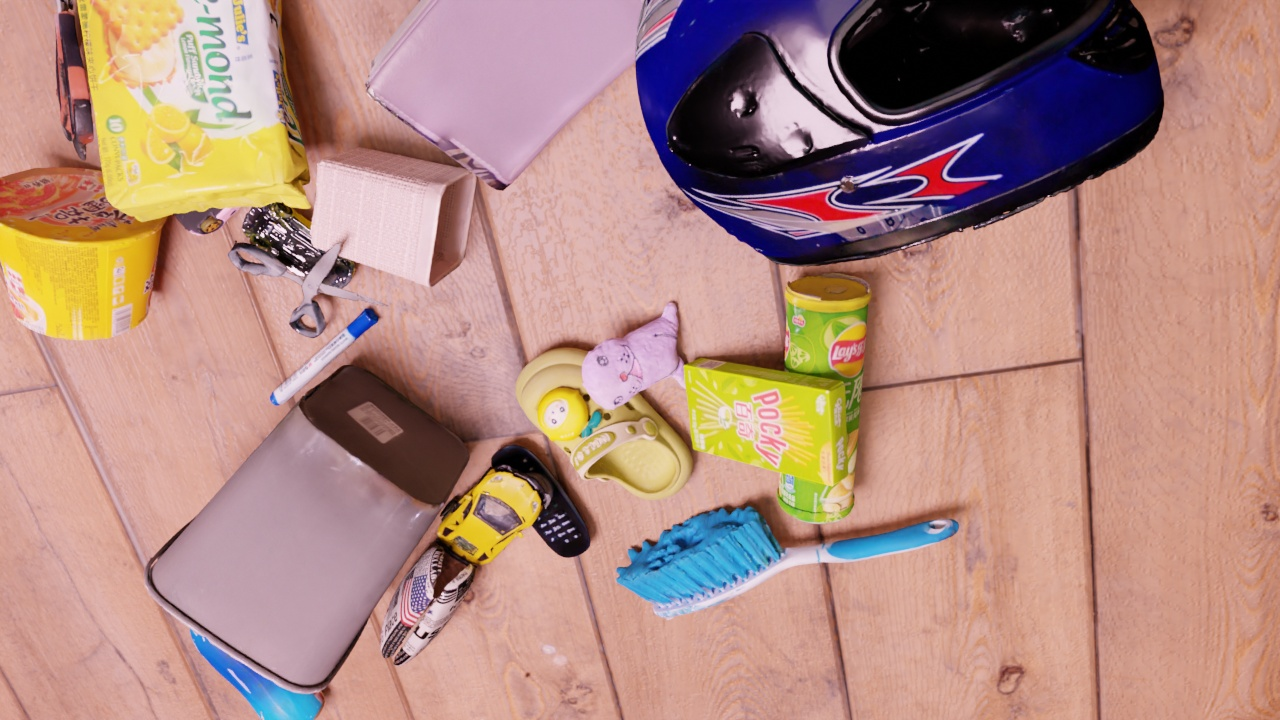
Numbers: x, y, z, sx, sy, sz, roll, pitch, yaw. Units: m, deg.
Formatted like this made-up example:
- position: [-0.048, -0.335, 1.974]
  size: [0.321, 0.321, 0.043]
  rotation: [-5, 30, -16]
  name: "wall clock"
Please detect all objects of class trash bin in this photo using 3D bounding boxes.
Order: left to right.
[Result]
- position: [-0.293, 0.142, 0.854]
  size: [0.198, 0.198, 0.220]
  rotation: [37, 105, -9]
  name: "trash bin"

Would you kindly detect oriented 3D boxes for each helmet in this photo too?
- position: [0.140, -0.210, 0.596]
  size: [0.316, 0.246, 0.240]
  rotation: [-8, 121, 45]
  name: "helmet"

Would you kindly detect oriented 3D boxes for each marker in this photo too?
- position: [-0.306, -0.001, 0.883]
  size: [0.146, 0.016, 0.017]
  rotation: [-37, 103, 19]
  name: "marker"

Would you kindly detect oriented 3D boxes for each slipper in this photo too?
- position: [-0.031, 0.068, 0.844]
  size: [0.190, 0.081, 0.092]
  rotation: [40, 109, -12]
  name: "slipper"

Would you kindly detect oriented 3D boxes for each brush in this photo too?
- position: [0.134, 0.179, 0.878]
  size: [0.315, 0.060, 0.109]
  rotation: [-27, 112, 20]
  name: "brush"

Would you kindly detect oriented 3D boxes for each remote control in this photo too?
- position: [-0.096, 0.137, 0.909]
  size: [0.053, 0.024, 0.136]
  rotation: [-27, 106, 23]
  name: "remote control"

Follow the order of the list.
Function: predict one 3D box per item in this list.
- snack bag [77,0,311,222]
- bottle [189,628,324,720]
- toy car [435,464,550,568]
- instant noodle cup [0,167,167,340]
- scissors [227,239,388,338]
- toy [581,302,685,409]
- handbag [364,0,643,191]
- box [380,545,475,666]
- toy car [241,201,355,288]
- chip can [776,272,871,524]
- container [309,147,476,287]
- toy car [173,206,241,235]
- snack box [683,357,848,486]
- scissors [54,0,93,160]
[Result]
- position: [-0.360, -0.237, 0.746]
  size: [0.158, 0.068, 0.246]
  rotation: [-7, 93, 7]
  name: "snack bag"
- position: [-0.435, 0.316, 1.003]
  size: [0.065, 0.065, 0.219]
  rotation: [-28, 106, 17]
  name: "bottle"
- position: [-0.148, 0.153, 0.896]
  size: [0.071, 0.041, 0.156]
  rotation: [39, 132, -9]
  name: "toy car"
- position: [-0.495, -0.092, 0.812]
  size: [0.138, 0.137, 0.110]
  rotation: [19, 122, -1]
  name: "instant noodle cup"
- position: [-0.293, -0.068, 0.808]
  size: [0.159, 0.014, 0.182]
  rotation: [32, 144, -2]
  name: "scissors"
- position: [-0.005, 0.005, 0.819]
  size: [0.107, 0.039, 0.084]
  rotation: [-26, 112, -27]
  name: "toy"
- position: [-0.094, -0.247, 0.712]
  size: [0.197, 0.098, 0.145]
  rotation: [-40, 118, 19]
  name: "handbag"
- position: [-0.234, 0.250, 0.938]
  size: [0.081, 0.074, 0.164]
  rotation: [39, 127, 0]
  name: "box"
- position: [-0.307, -0.105, 0.832]
  size: [0.105, 0.032, 0.048]
  rotation: [38, 112, -18]
  name: "toy car"
- position: [0.160, 0.038, 0.811]
  size: [0.072, 0.072, 0.221]
  rotation: [1, 113, 7]
  name: "chip can"
- position: [-0.211, -0.127, 0.782]
  size: [0.111, 0.090, 0.090]
  rotation: [16, 113, 4]
  name: "container"
- position: [-0.366, -0.162, 0.812]
  size: [0.123, 0.037, 0.056]
  rotation: [-35, 90, 19]
  name: "toy car"
- position: [0.106, 0.050, 0.797]
  size: [0.157, 0.026, 0.086]
  rotation: [11, 115, 43]
  name: "snack box"
- position: [-0.476, -0.275, 0.759]
  size: [0.189, 0.015, 0.222]
  rotation: [61, 140, 26]
  name: "scissors"
